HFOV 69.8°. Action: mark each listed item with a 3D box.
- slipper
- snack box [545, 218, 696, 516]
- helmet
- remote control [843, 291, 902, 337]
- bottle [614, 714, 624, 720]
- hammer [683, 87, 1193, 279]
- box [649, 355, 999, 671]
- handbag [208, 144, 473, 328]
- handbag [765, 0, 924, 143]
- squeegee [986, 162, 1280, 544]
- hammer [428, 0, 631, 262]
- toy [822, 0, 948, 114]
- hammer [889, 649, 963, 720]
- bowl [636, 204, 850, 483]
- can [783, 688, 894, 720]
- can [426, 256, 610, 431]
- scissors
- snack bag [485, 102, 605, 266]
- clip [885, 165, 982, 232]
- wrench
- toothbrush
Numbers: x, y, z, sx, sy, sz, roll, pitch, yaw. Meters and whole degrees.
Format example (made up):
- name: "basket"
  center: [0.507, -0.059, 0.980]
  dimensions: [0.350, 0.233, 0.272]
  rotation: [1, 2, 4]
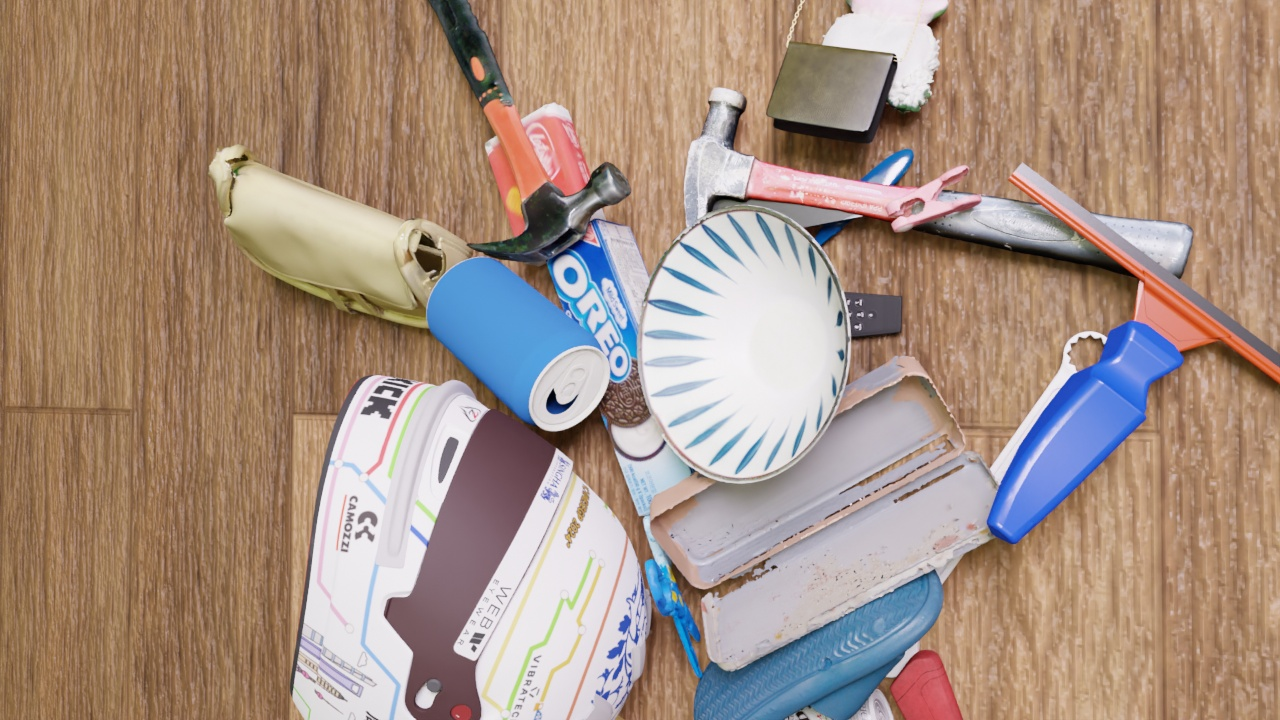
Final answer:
- name: "slipper"
  center: [0.119, 0.200, 0.628]
  dimensions: [0.059, 0.103, 0.214]
  rotation: [38, 117, -20]
- name: "snack box"
  center: [-0.004, 0.004, 0.707]
  dimensions: [0.059, 0.059, 0.226]
  rotation: [-26, 77, 28]
- name: "helmet"
  center: [-0.111, 0.177, 0.657]
  dimensions: [0.236, 0.230, 0.315]
  rotation: [16, 111, 1]
- name: "remote control"
  center: [0.127, -0.033, 0.666]
  dimensions: [0.125, 0.010, 0.039]
  rotation: [1, 89, 27]
- name: "bottle"
  center: [0.028, 0.332, 0.682]
  dimensions: [0.162, 0.056, 0.056]
  rotation: [27, 101, 25]
- name: "hammer"
  center: [0.181, -0.093, 0.615]
  dimensions: [0.326, 0.036, 0.140]
  rotation: [14, 94, 22]
- name: "box"
  center: [0.115, 0.098, 0.602]
  dimensions: [0.216, 0.096, 0.105]
  rotation: [-32, 103, 13]
- name: "handbag"
  center: [-0.252, -0.096, 0.778]
  dimensions: [0.233, 0.191, 0.088]
  rotation: [21, 81, 13]
- name: "handbag"
  center: [0.147, -0.235, 0.614]
  dimensions: [0.084, 0.027, 0.178]
  rotation: [17, 86, 26]
- name: "squeegee"
  center: [0.265, 0.031, 0.538]
  dimensions: [0.249, 0.055, 0.184]
  rotation: [40, 81, 8]
- name: "hammer"
  center: [-0.122, -0.220, 0.755]
  dimensions: [0.133, 0.033, 0.332]
  rotation: [-36, 61, 22]
- name: "toy"
  center: [0.169, -0.224, 0.634]
  dimensions: [0.096, 0.041, 0.109]
  rotation: [20, 92, 25]
- name: "hammer"
  center: [0.230, 0.345, 0.588]
  dimensions: [0.126, 0.036, 0.315]
  rotation: [-19, 82, 23]
- name: "bowl"
  center: [0.082, -0.010, 0.606]
  dimensions: [0.178, 0.070, 0.177]
  rotation: [-1, 89, 48]
- name: "can"
  center: [0.121, 0.261, 0.643]
  dimensions: [0.107, 0.044, 0.044]
  rotation: [-24, 78, 25]
- name: "can"
  center: [-0.094, -0.015, 0.687]
  dimensions: [0.146, 0.078, 0.079]
  rotation: [38, 106, 37]
- name: "scissors"
  center: [0.023, 0.168, 0.667]
  dimensions: [0.019, 0.132, 0.104]
  rotation: [-16, 44, 9]
- name: "snack bag"
  center: [-0.079, -0.144, 0.761]
  dimensions: [0.077, 0.036, 0.116]
  rotation: [-24, 78, 25]
- name: "clip"
  center: [0.187, -0.096, 0.584]
  dimensions: [0.058, 0.022, 0.037]
  rotation: [-22, 82, 25]
- name: "wrench"
  center: [0.226, 0.099, 0.613]
  dimensions: [0.047, 0.009, 0.274]
  rotation: [36, 104, 23]
- name: "toothbrush"
  center: [0.143, -0.102, 0.656]
  dimensions: [0.132, 0.016, 0.021]
  rotation: [-45, 75, 19]
